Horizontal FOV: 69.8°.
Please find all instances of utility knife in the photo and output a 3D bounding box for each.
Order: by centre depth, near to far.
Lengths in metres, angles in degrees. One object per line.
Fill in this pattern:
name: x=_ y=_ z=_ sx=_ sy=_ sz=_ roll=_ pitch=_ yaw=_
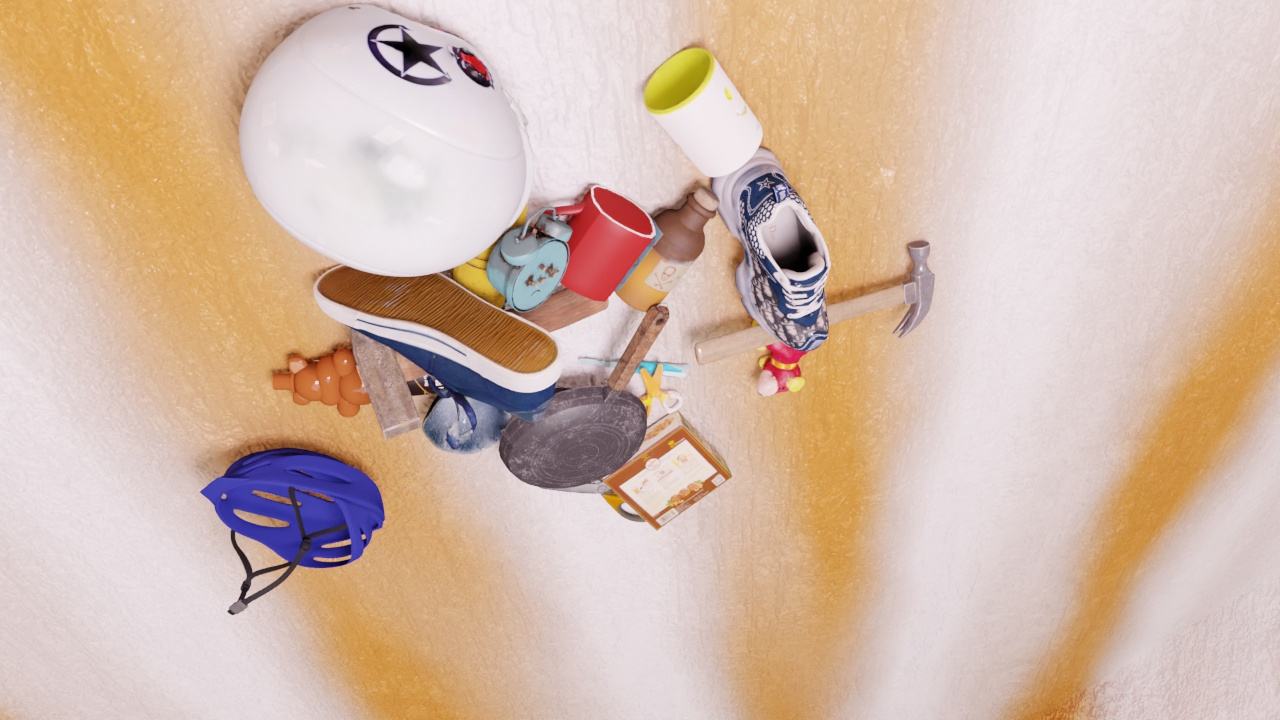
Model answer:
utility knife: x=-0.007 y=0.007 z=1.207 sx=0.158 sy=0.015 sz=0.022 roll=7 pitch=129 yaw=-26

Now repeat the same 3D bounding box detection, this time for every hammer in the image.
hammer: x=-0.177 y=-0.036 z=1.056 sx=0.300 sy=0.158 sz=0.037 roll=-20 pitch=166 yaw=-17
hammer: x=0.227 y=-0.053 z=1.171 sx=0.331 sy=0.030 sz=0.119 roll=-17 pitch=116 yaw=-11

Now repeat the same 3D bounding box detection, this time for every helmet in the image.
helmet: x=-0.230 y=-0.175 z=0.830 sx=0.264 sy=0.163 sz=0.237 roll=31 pitch=120 yaw=-19
helmet: x=-0.422 y=0.217 z=1.126 sx=0.148 sy=0.227 sz=0.241 roll=-33 pitch=133 yaw=27

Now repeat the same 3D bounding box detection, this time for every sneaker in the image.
sneaker: x=-0.221 y=-0.008 z=0.981 sx=0.295 sy=0.120 sz=0.127 roll=25 pitch=137 yaw=14
sneaker: x=0.172 y=-0.105 z=1.046 sx=0.103 sy=0.132 sz=0.269 roll=-27 pitch=123 yaw=-4

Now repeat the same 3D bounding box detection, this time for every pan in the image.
pan: x=-0.049 y=0.060 z=1.159 sx=0.207 sy=0.040 sz=0.358 roll=6 pitch=137 yaw=-31

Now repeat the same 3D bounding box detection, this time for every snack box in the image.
snack box: x=0.036 y=0.160 z=1.332 sx=0.143 sy=0.041 sz=0.147 roll=-36 pitch=126 yaw=9

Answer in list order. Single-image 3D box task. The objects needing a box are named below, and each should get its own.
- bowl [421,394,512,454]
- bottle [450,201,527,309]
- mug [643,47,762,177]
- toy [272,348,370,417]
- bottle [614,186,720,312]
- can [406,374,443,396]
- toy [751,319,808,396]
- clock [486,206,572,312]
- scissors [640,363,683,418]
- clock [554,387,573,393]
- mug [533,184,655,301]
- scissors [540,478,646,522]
bowl: x=-0.223 y=0.065 z=1.166 sx=0.110 sy=0.055 sz=0.111 roll=-10 pitch=134 yaw=-10
bottle: x=-0.161 y=-0.137 z=0.985 sx=0.071 sy=0.071 sz=0.164 roll=1 pitch=132 yaw=-19
mug: x=0.065 y=-0.252 z=0.939 sx=0.083 sy=0.082 sz=0.106 roll=-35 pitch=133 yaw=16
toy: x=-0.365 y=0.022 z=1.087 sx=0.127 sy=0.065 sz=0.095 roll=2 pitch=124 yaw=-8
bottle: x=0.034 y=-0.132 z=1.052 sx=0.067 sy=0.067 sz=0.157 roll=20 pitch=123 yaw=-33
can: x=-0.232 y=0.003 z=1.092 sx=0.128 sy=0.071 sz=0.072 roll=-6 pitch=134 yaw=-12
toy: x=0.195 y=-0.019 z=1.224 sx=0.105 sy=0.067 sz=0.137 roll=-9 pitch=122 yaw=-13
clock: x=-0.115 y=-0.108 z=0.952 sx=0.089 sy=0.053 sz=0.124 roll=-37 pitch=153 yaw=-42
scissors: x=0.029 y=0.039 z=1.239 sx=0.083 sy=0.012 sz=0.133 roll=-7 pitch=145 yaw=-13
clock: x=-0.116 y=0.074 z=1.216 sx=0.122 sy=0.043 sz=0.091 roll=-11 pitch=140 yaw=-11
mug: x=-0.058 y=-0.136 z=1.013 sx=0.116 sy=0.080 sz=0.097 roll=23 pitch=122 yaw=-26
scissors: x=-0.036 y=0.183 z=1.367 sx=0.225 sy=0.016 sz=0.166 roll=26 pitch=120 yaw=-35
